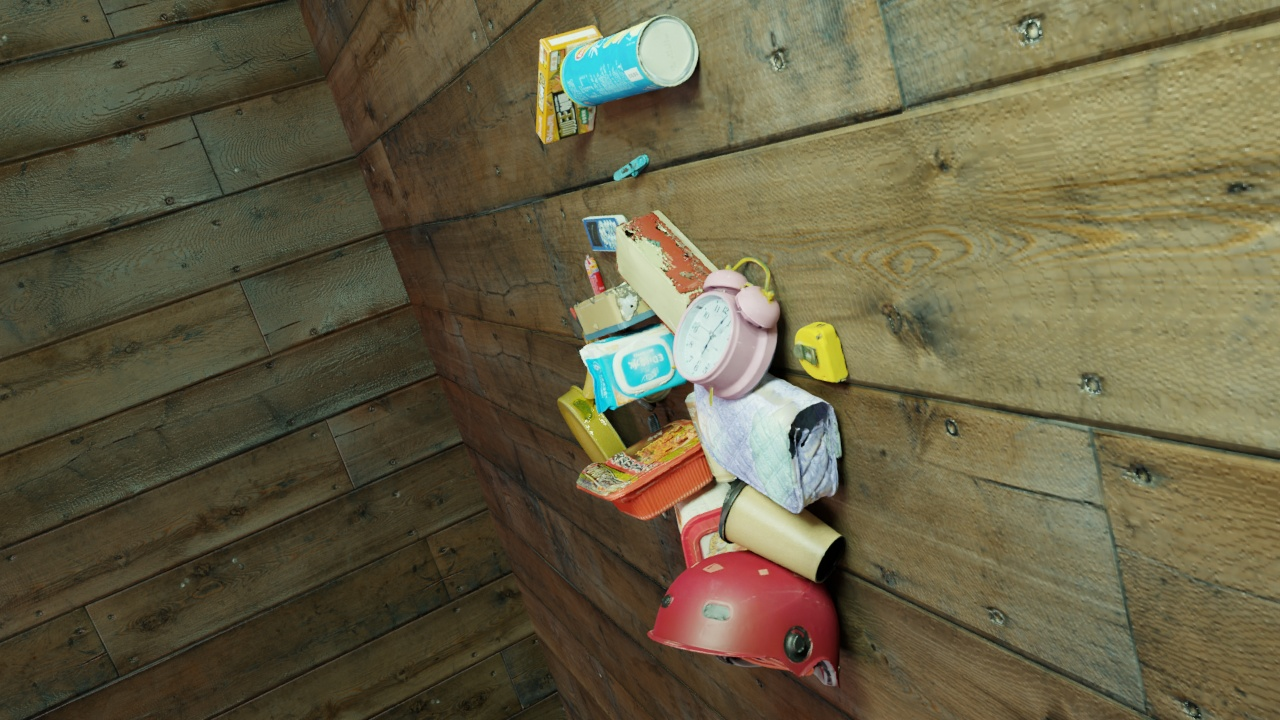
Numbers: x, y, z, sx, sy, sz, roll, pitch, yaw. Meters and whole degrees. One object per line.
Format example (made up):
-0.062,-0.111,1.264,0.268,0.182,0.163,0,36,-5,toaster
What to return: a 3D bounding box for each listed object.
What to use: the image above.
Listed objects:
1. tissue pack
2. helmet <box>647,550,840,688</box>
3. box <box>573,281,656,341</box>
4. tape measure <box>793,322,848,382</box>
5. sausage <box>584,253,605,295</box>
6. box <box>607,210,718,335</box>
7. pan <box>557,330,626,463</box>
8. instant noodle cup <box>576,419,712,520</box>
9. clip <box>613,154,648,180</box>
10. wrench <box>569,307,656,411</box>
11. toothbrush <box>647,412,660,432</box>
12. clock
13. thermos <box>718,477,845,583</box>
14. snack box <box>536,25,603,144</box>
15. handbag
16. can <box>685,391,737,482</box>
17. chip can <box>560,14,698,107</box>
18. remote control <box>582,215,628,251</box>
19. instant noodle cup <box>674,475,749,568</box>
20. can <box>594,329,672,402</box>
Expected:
-0.007,0.007,1.227,0.063,0.139,0.090,4,111,68,tissue pack
0.130,0.297,1.106,0.207,0.239,0.143,-5,66,48,helmet
-0.029,-0.073,1.268,0.060,0.089,0.184,67,161,-2,box
0.177,-0.008,0.918,0.057,0.028,0.060,16,125,65,tape measure
-0.057,-0.090,1.410,0.020,0.020,0.156,14,124,65,sausage
0.029,-0.101,1.114,0.168,0.076,0.091,50,154,36,box
-0.075,0.078,1.533,0.197,0.078,0.358,46,164,34,pan
0.020,0.150,1.247,0.079,0.188,0.165,62,162,-10,instant noodle cup
-0.007,-0.239,1.136,0.054,0.033,0.013,-24,90,53,clip
-0.045,-0.005,1.447,0.056,0.016,0.273,34,-168,-45,wrench
0.043,0.168,1.392,0.016,0.018,0.192,16,126,63,toothbrush
0.096,-0.036,0.993,0.159,0.059,0.117,-63,33,13,clock
0.161,0.195,1.066,0.143,0.092,0.093,27,139,33,thermos
-0.091,-0.344,1.153,0.026,0.075,0.154,58,157,24,snack box
0.140,0.076,1.029,0.194,0.075,0.134,31,139,55,handbag
0.102,0.091,1.157,0.059,0.058,0.116,-7,105,68,can
-0.018,-0.324,1.006,0.210,0.071,0.071,18,128,62,chip can
-0.045,-0.179,1.284,0.125,0.024,0.049,15,125,63,remote control
0.102,0.224,1.239,0.124,0.116,0.116,-125,20,-61,instant noodle cup
-0.012,0.003,1.343,0.147,0.057,0.058,42,148,48,can
